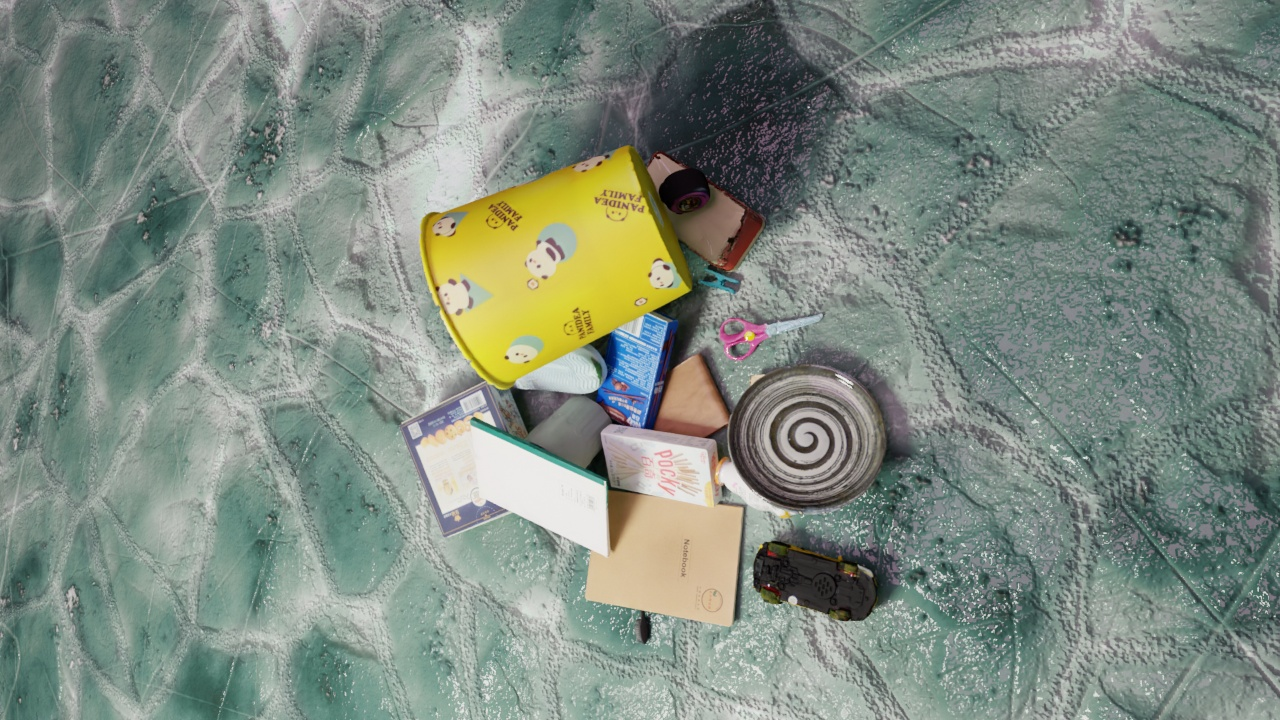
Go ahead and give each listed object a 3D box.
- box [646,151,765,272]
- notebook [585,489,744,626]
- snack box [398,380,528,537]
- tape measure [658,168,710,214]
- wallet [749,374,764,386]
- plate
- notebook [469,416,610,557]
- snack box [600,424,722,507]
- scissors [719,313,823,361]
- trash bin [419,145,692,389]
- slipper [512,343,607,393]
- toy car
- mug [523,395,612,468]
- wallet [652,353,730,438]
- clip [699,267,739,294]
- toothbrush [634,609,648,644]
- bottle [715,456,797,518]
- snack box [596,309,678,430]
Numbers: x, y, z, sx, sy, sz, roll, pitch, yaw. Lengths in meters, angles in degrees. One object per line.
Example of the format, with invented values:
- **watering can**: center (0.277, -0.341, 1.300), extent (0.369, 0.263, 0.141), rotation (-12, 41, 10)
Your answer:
- **box**: center (0.065, -0.191, 1.169), extent (0.168, 0.076, 0.091), rotation (40, 104, 28)
- **notebook**: center (0.028, 0.248, 1.172), extent (0.208, 0.008, 0.147), rotation (3, 83, 27)
- **snack box**: center (-0.238, 0.140, 1.310), extent (0.178, 0.045, 0.182), rotation (-24, 87, 27)
- **tape measure**: center (0.054, -0.206, 1.106), extent (0.058, 0.057, 0.039), rotation (-21, 70, 24)
- **wallet**: center (0.188, 0.052, 1.103), extent (0.115, 0.024, 0.087), rotation (-4, 87, 30)
- **plate**: center (0.190, 0.090, 1.050), extent (0.179, 0.024, 0.179), rotation (-4, 66, 10)
- **notebook**: center (-0.130, 0.165, 1.188), extent (0.209, 0.012, 0.151), rotation (21, 135, 23)
- **snack box**: center (0.026, 0.132, 1.166), extent (0.157, 0.026, 0.085), rotation (7, 119, 31)
- **scissors**: center (0.161, -0.039, 1.131), extent (0.134, 0.017, 0.057), rotation (-16, 91, 25)
- **trash bin**: center (-0.091, -0.118, 1.082), extent (0.255, 0.229, 0.229), rotation (-22, 73, 11)
- **slipper**: center (-0.131, -0.014, 1.251), extent (0.246, 0.104, 0.074), rotation (9, 45, 44)
- **toy car**: center (0.200, 0.256, 1.061), extent (0.156, 0.041, 0.071), rotation (8, 89, 33)
- **mug**: center (-0.110, 0.106, 1.216), extent (0.124, 0.103, 0.084), rotation (1, 127, 45)
- **wallet**: center (0.053, 0.061, 1.184), extent (0.115, 0.020, 0.101), rotation (-32, 71, 27)
- **clip**: center (0.101, -0.101, 1.175), extent (0.056, 0.014, 0.043), rotation (26, 98, 32)
- **toothbrush**: center (-0.007, 0.273, 1.200), extent (0.016, 0.014, 0.189), rotation (-21, 72, 53)
- **bottle**: center (0.144, 0.146, 1.093), extent (0.108, 0.063, 0.063), rotation (15, 92, 30)
- **snack box**: center (-0.007, 0.007, 1.184), extent (0.084, 0.026, 0.157), rotation (26, 114, 32)
